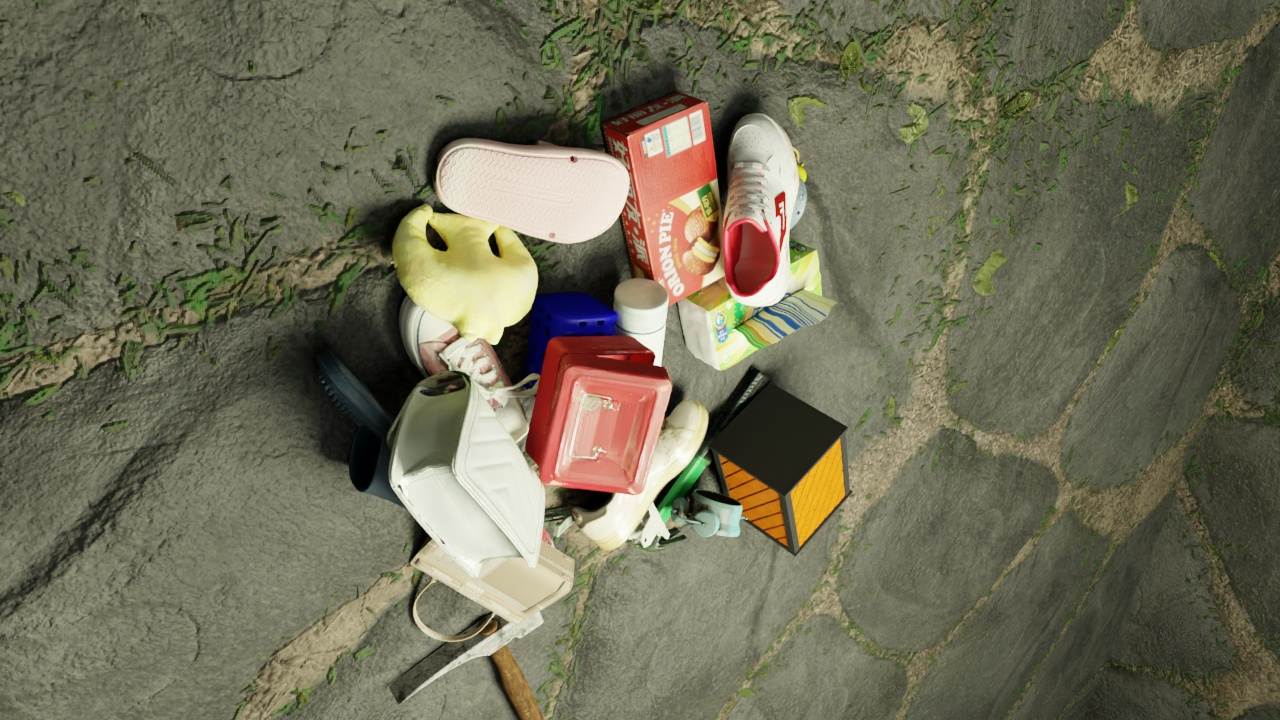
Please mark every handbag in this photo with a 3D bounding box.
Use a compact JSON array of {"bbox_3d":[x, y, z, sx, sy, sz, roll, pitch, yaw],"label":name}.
[{"bbox_3d":[-0.213,0.288,1.166,0.175,0.062,0.198,35,110,-16],"label":"handbag"},{"bbox_3d":[-0.179,0.122,0.971,0.096,0.141,0.199,-14,132,15],"label":"handbag"}]

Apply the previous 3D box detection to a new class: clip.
[{"bbox_3d":[0.005,0.237,1.316,0.054,0.044,0.102,-46,133,-24],"label":"clip"},{"bbox_3d":[-0.103,0.214,1.255,0.075,0.061,0.023,-14,125,-49],"label":"clip"}]

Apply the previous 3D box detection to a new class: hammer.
[{"bbox_3d":[-0.213,0.493,1.328,0.217,0.037,0.301,-30,131,-20],"label":"hammer"},{"bbox_3d":[0.089,0.149,1.364,0.130,0.032,0.319,34,92,-43],"label":"hammer"}]

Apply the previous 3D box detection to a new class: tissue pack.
[{"bbox_3d":[0.167,-0.068,1.218,0.197,0.141,0.120,-35,131,-16],"label":"tissue pack"}]

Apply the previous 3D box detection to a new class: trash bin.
[{"bbox_3d":[0.211,0.161,1.357,0.139,0.140,0.172,-43,143,-20],"label":"trash bin"}]

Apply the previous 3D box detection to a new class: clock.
[{"bbox_3d":[0.176,-0.222,1.194,0.083,0.057,0.119,9,109,-40],"label":"clock"},{"bbox_3d":[0.095,0.222,1.329,0.124,0.090,0.053,12,94,-46],"label":"clock"}]

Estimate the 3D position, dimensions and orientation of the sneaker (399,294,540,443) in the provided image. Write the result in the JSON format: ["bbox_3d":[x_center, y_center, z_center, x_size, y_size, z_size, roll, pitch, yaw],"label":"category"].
[{"bbox_3d":[-0.186,0.019,1.033,0.118,0.088,0.241,-38,130,-14],"label":"sneaker"}]

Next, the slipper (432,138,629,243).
[{"bbox_3d":[-0.116,-0.187,0.992,0.221,0.055,0.107,4,113,-27],"label":"slipper"}]

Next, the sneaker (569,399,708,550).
[{"bbox_3d":[-0.010,0.138,1.254,0.102,0.089,0.241,40,83,-24],"label":"sneaker"}]

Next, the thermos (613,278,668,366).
[{"bbox_3d":[-0.007,0.007,1.152,0.067,0.068,0.231,-20,137,-28],"label":"thermos"}]

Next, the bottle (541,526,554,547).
[{"bbox_3d":[-0.147,0.248,1.217,0.061,0.062,0.138,-33,130,-19],"label":"bottle"}]

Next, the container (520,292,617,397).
[{"bbox_3d":[-0.086,-0.015,1.095,0.084,0.085,0.114,-7,118,-35],"label":"container"}]

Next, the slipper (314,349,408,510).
[{"bbox_3d":[-0.287,0.103,1.000,0.082,0.101,0.264,-39,130,-13],"label":"slipper"}]

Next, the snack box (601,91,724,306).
[{"bbox_3d":[0.035,-0.188,1.103,0.113,0.060,0.237,-29,130,-21],"label":"snack box"}]

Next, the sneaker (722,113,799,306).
[{"bbox_3d":[0.136,-0.184,1.105,0.104,0.090,0.236,-9,103,-72],"label":"sneaker"}]

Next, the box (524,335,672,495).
[{"bbox_3d":[-0.055,0.054,1.043,0.137,0.127,0.157,8,115,-18],"label":"box"}]

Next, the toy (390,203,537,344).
[{"bbox_3d":[-0.181,-0.088,0.962,0.170,0.154,0.065,4,157,-41],"label":"toy"}]
